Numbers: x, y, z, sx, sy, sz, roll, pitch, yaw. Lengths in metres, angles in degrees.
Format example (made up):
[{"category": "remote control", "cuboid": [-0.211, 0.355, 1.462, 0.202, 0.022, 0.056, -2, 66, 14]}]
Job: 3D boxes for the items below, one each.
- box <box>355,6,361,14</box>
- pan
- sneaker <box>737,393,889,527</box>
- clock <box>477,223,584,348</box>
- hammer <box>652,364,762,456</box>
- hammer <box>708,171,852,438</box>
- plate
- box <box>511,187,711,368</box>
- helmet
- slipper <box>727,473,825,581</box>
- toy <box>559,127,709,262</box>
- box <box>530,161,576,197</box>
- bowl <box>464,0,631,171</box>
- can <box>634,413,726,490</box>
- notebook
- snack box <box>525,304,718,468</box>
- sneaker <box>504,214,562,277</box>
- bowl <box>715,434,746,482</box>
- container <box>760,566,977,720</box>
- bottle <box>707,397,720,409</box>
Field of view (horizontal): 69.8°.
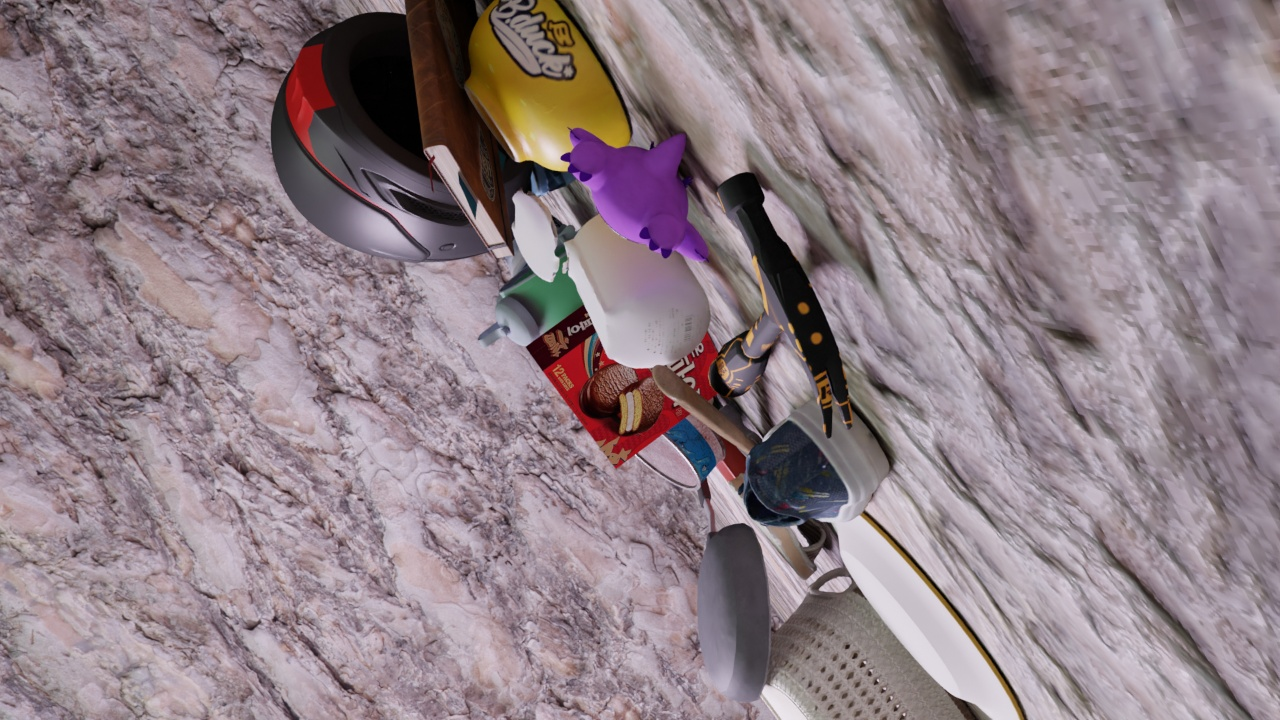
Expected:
[{"category": "box", "cuboid": [-0.205, -0.249, 0.856, 0.146, 0.185, 0.095, 94, -177, -68]}, {"category": "pan", "cuboid": [0.081, 0.209, 1.016, 0.356, 0.041, 0.179, -101, 14, -57]}, {"category": "sneaker", "cuboid": [0.105, 0.085, 0.624, 0.087, 0.079, 0.235, 53, 175, 12]}, {"category": "clock", "cuboid": [-0.078, -0.065, 0.813, 0.075, 0.161, 0.122, 55, 180, -13]}, {"category": "hammer", "cuboid": [0.072, 0.053, 0.750, 0.119, 0.031, 0.331, 49, -178, 24]}, {"category": "hammer", "cuboid": [0.069, -0.006, 0.550, 0.321, 0.036, 0.123, 84, 162, -82]}, {"category": "plate", "cuboid": [0.216, 0.204, 0.739, 0.230, 0.021, 0.230, 53, 175, 6]}, {"category": "box", "cuboid": [-0.026, -0.067, 0.645, 0.085, 0.112, 0.162, 84, 167, -45]}, {"category": "helmet", "cuboid": [-0.187, -0.161, 0.737, 0.264, 0.170, 0.164, -1, -108, -50]}, {"category": "slipper", "cuboid": [0.144, 0.161, 0.941, 0.115, 0.052, 0.263, 51, 180, 24]}, {"category": "toy", "cuboid": [0.002, -0.094, 0.506, 0.106, 0.056, 0.088, 44, 179, 1]}, {"category": "box", "cuboid": [-0.106, -0.192, 0.901, 0.066, 0.049, 0.210, 57, 174, -13]}, {"category": "bowl", "cuboid": [-0.066, -0.166, 0.570, 0.117, 0.067, 0.117, 54, 176, 5]}, {"category": "can", "cuboid": [0.024, 0.075, 0.949, 0.130, 0.044, 0.130, 37, 160, 15]}, {"category": "notebook", "cuboid": [-0.122, -0.192, 0.608, 0.178, 0.014, 0.249, 70, -171, -73]}, {"category": "snack box", "cuboid": [-0.005, 0.005, 0.792, 0.036, 0.132, 0.152, 50, 174, 43]}, {"category": "sneaker", "cuboid": [-0.100, -0.114, 1.045, 0.132, 0.103, 0.269, 57, -177, 17]}, {"category": "bowl", "cuboid": [0.109, 0.116, 1.073, 0.122, 0.035, 0.122, 53, 175, 6]}, {"category": "container", "cuboid": [0.228, 0.348, 0.916, 0.246, 0.142, 0.185, 54, 162, 1]}, {"category": "bottle", "cuboid": [0.033, 0.025, 0.999, 0.061, 0.061, 0.131, 44, 169, 53]}]
